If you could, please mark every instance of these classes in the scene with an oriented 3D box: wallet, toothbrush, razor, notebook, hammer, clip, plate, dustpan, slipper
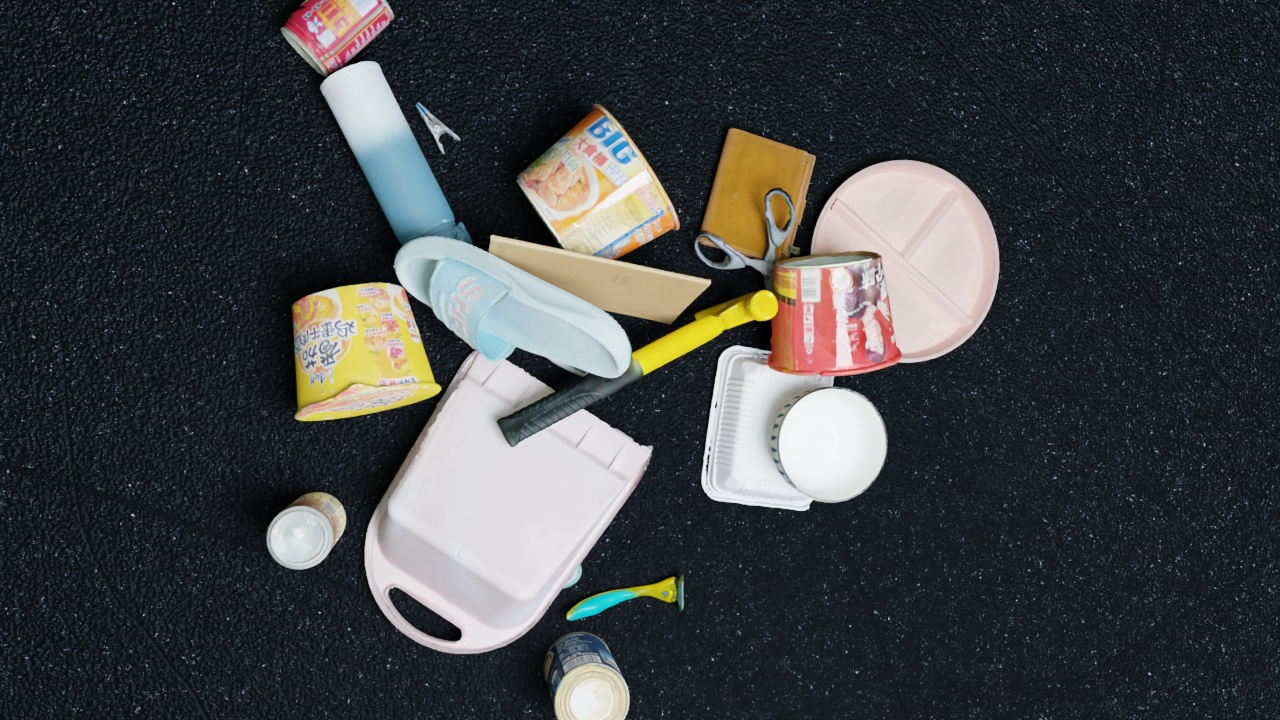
[{"bbox_3d":[0.136,-0.177,1.015,0.119,0.035,0.130,16,88,-10],"label":"wallet"},{"bbox_3d":[-0.134,-0.026,0.974,0.191,0.016,0.018,31,94,-9],"label":"toothbrush"},{"bbox_3d":[-0.016,0.259,0.988,0.132,0.028,0.043,-10,123,-13],"label":"razor"},{"bbox_3d":[-0.052,-0.079,0.922,0.211,0.150,0.012,11,76,-11],"label":"notebook"},{"bbox_3d":[-0.006,0.005,0.937,0.300,0.129,0.033,-27,94,-11],"label":"hammer"},{"bbox_3d":[-0.216,-0.244,0.957,0.027,0.024,0.056,-41,103,-5],"label":"clip"},{"bbox_3d":[0.299,-0.112,1.048,0.229,0.028,0.229,0,90,-11],"label":"plate"},{"bbox_3d":[-0.157,0.156,0.957,0.222,0.139,0.272,35,57,3],"label":"dustpan"},{"bbox_3d":[-0.126,-0.036,0.875,0.245,0.104,0.074,23,61,8],"label":"slipper"}]

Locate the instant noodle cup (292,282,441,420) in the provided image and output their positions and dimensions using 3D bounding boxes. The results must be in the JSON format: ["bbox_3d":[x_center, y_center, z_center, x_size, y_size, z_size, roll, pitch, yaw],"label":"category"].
[{"bbox_3d":[-0.273,-0.009,0.893,0.138,0.138,0.109,-11,84,-11],"label":"instant noodle cup"}]

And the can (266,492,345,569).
[{"bbox_3d":[-0.320,0.162,0.887,0.058,0.116,0.058,0,89,-12],"label":"can"}]

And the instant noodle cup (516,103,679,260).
[{"bbox_3d":[-0.047,-0.165,0.930,0.111,0.151,0.151,-34,96,-1],"label":"instant noodle cup"}]

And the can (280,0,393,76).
[{"bbox_3d":[-0.304,-0.338,0.918,0.066,0.066,0.093,44,82,-7],"label":"can"}]

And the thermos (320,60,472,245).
[{"bbox_3d":[-0.243,-0.190,0.930,0.070,0.070,0.220,-28,95,-10],"label":"thermos"}]

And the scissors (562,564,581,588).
[{"bbox_3d":[-0.103,0.150,0.977,0.170,0.019,0.180,43,84,-4],"label":"scissors"}]

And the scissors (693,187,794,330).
[{"bbox_3d":[0.141,-0.104,0.997,0.181,0.014,0.160,22,115,-7],"label":"scissors"}]

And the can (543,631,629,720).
[{"bbox_3d":[-0.057,0.330,0.937,0.075,0.111,0.075,0,89,-11],"label":"can"}]

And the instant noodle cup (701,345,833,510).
[{"bbox_3d":[0.146,0.076,1.004,0.138,0.060,0.173,9,87,-10],"label":"instant noodle cup"}]

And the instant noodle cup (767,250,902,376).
[{"bbox_3d":[0.197,-0.052,0.942,0.138,0.138,0.108,-9,103,-11],"label":"instant noodle cup"}]

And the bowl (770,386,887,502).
[{"bbox_3d":[0.187,0.084,0.947,0.116,0.066,0.116,0,89,-9],"label":"bowl"}]
